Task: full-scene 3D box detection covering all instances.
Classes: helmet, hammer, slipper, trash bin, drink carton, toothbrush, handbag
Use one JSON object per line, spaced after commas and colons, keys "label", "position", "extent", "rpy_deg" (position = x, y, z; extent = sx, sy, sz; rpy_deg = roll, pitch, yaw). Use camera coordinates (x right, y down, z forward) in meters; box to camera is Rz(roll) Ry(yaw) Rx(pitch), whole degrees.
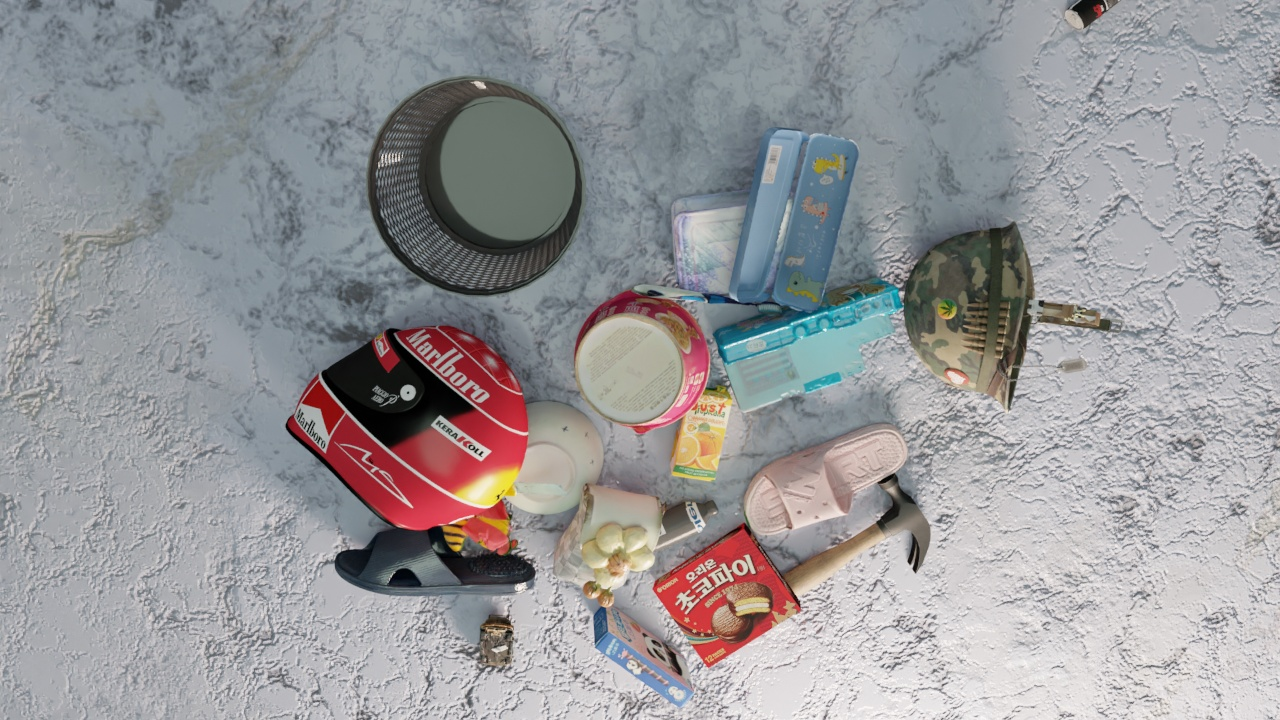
{"label": "helmet", "position": [0.441, -0.051, 1.100], "extent": [0.237, 0.192, 0.224], "rpy_deg": [-12, 84, 25]}
{"label": "hammer", "position": [0.256, 0.289, 1.273], "extent": [0.306, 0.040, 0.132], "rpy_deg": [-34, 100, 7]}
{"label": "helmet", "position": [-0.259, 0.065, 1.103], "extent": [0.271, 0.197, 0.224], "rpy_deg": [39, 92, 13]}
{"label": "slipper", "position": [-0.268, 0.256, 1.210], "extent": [0.263, 0.101, 0.082], "rpy_deg": [6, 105, -7]}
{"label": "trash bin", "position": [-0.169, -0.199, 1.022], "extent": [0.218, 0.227, 0.218], "rpy_deg": [-1, 105, -2]}
{"label": "drink carton", "position": [0.079, 0.092, 1.208], "extent": [0.058, 0.041, 0.122], "rpy_deg": [9, 104, -5]}
{"label": "toothbrush", "position": [0.082, -0.074, 1.131], "extent": [0.189, 0.017, 0.016], "rpy_deg": [8, 136, -2]}
{"label": "handbag", "position": [-0.046, 0.247, 1.188], "extent": [0.112, 0.123, 0.172], "rpy_deg": [13, 131, -17]}
{"label": "slipper", "position": [0.247, 0.161, 1.222], "extent": [0.239, 0.064, 0.094], "rpy_deg": [-27, 104, 3]}
{"label": "handbag", "position": [0.119, -0.143, 1.137], "extent": [0.158, 0.069, 0.127], "rpy_deg": [-7, 119, 0]}

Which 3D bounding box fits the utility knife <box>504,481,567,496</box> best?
{"label": "utility knife", "position": [-0.183, 0.162, 1.168], "extent": [0.228, 0.019, 0.030], "rpy_deg": [-1, 123, 38]}

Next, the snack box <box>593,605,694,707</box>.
{"label": "snack box", "position": [0.002, 0.405, 1.266], "extent": [0.154, 0.088, 0.033], "rpy_deg": [38, 97, -12]}

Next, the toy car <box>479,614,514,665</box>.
{"label": "toy car", "position": [-0.198, 0.381, 1.273], "extent": [0.047, 0.047, 0.112], "rpy_deg": [6, 134, -4]}

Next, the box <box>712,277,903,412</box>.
{"label": "box", "position": [0.218, -0.013, 1.158], "extent": [0.227, 0.097, 0.117], "rpy_deg": [-18, 104, 3]}

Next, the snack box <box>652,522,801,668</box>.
{"label": "snack box", "position": [0.118, 0.321, 1.255], "extent": [0.152, 0.035, 0.132], "rpy_deg": [-35, 90, 9]}

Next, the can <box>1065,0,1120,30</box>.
{"label": "can", "position": [0.548, -0.430, 1.090], "extent": [0.080, 0.031, 0.031], "rpy_deg": [-38, 103, 8]}

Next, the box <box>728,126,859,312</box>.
{"label": "box", "position": [0.175, -0.162, 1.068], "extent": [0.122, 0.047, 0.210], "rpy_deg": [6, 113, -10]}

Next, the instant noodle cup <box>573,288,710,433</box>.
{"label": "instant noodle cup", "position": [-0.007, 0.007, 1.141], "extent": [0.179, 0.077, 0.179], "rpy_deg": [2, 99, 12]}

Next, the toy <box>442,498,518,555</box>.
{"label": "toy", "position": [-0.208, 0.217, 1.205], "extent": [0.103, 0.046, 0.084], "rpy_deg": [4, 69, -34]}

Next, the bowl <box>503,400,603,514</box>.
{"label": "bowl", "position": [-0.124, 0.135, 1.196], "extent": [0.153, 0.073, 0.153], "rpy_deg": [-1, 104, -3]}

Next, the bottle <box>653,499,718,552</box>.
{"label": "bottle", "position": [0.052, 0.220, 1.239], "extent": [0.112, 0.047, 0.047], "rpy_deg": [-25, 105, 4]}
